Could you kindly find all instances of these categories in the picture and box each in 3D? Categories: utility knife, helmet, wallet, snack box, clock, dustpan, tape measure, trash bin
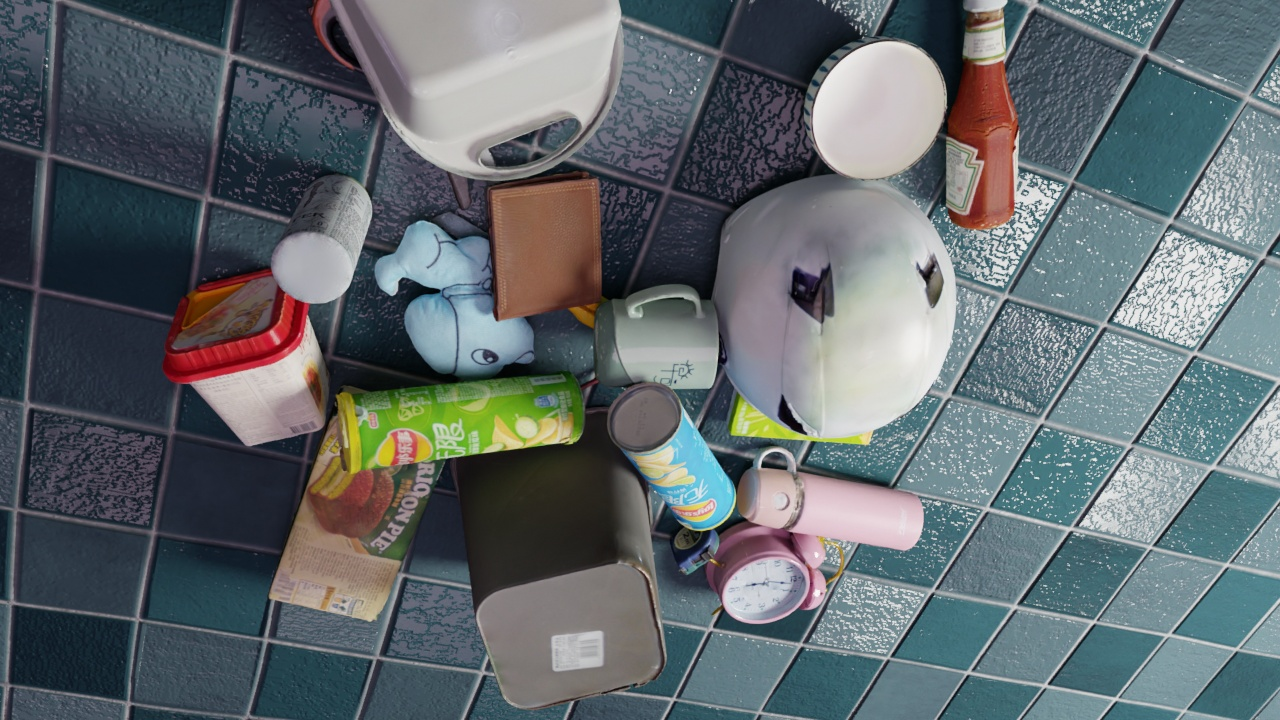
[{"bbox_3d":[-0.095,-0.077,0.846,0.218,0.015,0.033,30,110,-23],"label":"utility knife"},{"bbox_3d":[0.185,-0.031,0.824,0.229,0.145,0.259,-6,113,-8],"label":"helmet"},{"bbox_3d":[-0.085,-0.099,0.805,0.101,0.032,0.125,-13,117,-25],"label":"wallet"},{"bbox_3d":[0.173,0.041,0.948,0.156,0.026,0.086,5,119,-12],"label":"snack box"},{"bbox_3d":[0.153,0.238,1.038,0.158,0.059,0.117,-10,121,-5],"label":"clock"},{"bbox_3d":[-0.282,0.148,0.918,0.114,0.063,0.241,18,115,-18],"label":"snack box"},{"bbox_3d":[-0.125,-0.279,0.708,0.222,0.143,0.257,-23,92,-9],"label":"dustpan"},{"bbox_3d":[0.060,0.203,1.006,0.054,0.058,0.025,-32,119,5],"label":"tape measure"},{"bbox_3d":[-0.073,0.192,0.886,0.199,0.219,0.199,-13,121,-4],"label":"trash bin"}]

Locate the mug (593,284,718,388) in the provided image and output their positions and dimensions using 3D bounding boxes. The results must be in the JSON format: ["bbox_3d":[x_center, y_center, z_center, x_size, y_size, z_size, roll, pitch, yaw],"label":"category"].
[{"bbox_3d":[0.013,-0.025,0.831,0.106,0.082,0.112,1,138,-7],"label":"mug"}]

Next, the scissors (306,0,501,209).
[{"bbox_3d":[-0.181,-0.224,0.734,0.213,0.015,0.198,16,113,-18],"label":"scissors"}]

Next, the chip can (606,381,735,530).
[{"bbox_3d":[0.034,0.098,0.884,0.071,0.071,0.210,-25,146,6],"label":"chip can"}]

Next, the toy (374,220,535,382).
[{"bbox_3d":[-0.165,-0.043,0.834,0.161,0.049,0.156,13,118,-18],"label":"toy"}]

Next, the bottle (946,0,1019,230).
[{"bbox_3d":[0.300,-0.218,0.804,0.060,0.059,0.206,-12,120,-2],"label":"bottle"}]

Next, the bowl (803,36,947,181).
[{"bbox_3d":[0.192,-0.218,0.782,0.116,0.066,0.117,-3,119,-7],"label":"bowl"}]

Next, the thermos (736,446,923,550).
[{"bbox_3d":[0.206,0.150,0.999,0.198,0.067,0.087,13,85,-14],"label":"thermos"}]

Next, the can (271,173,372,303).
[{"bbox_3d":[-0.251,-0.101,0.733,0.058,0.146,0.058,-4,120,-7],"label":"can"}]

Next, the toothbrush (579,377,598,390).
[{"bbox_3d":[-0.005,0.005,0.907,0.188,0.016,0.017,-26,128,7],"label":"toothbrush"}]

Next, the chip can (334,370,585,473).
[{"bbox_3d":[-0.160,0.053,0.836,0.221,0.072,0.073,-6,121,-22],"label":"chip can"}]

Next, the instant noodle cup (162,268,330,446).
[{"bbox_3d":[-0.334,0.002,0.806,0.116,0.116,0.124,-13,131,-1],"label":"instant noodle cup"}]
